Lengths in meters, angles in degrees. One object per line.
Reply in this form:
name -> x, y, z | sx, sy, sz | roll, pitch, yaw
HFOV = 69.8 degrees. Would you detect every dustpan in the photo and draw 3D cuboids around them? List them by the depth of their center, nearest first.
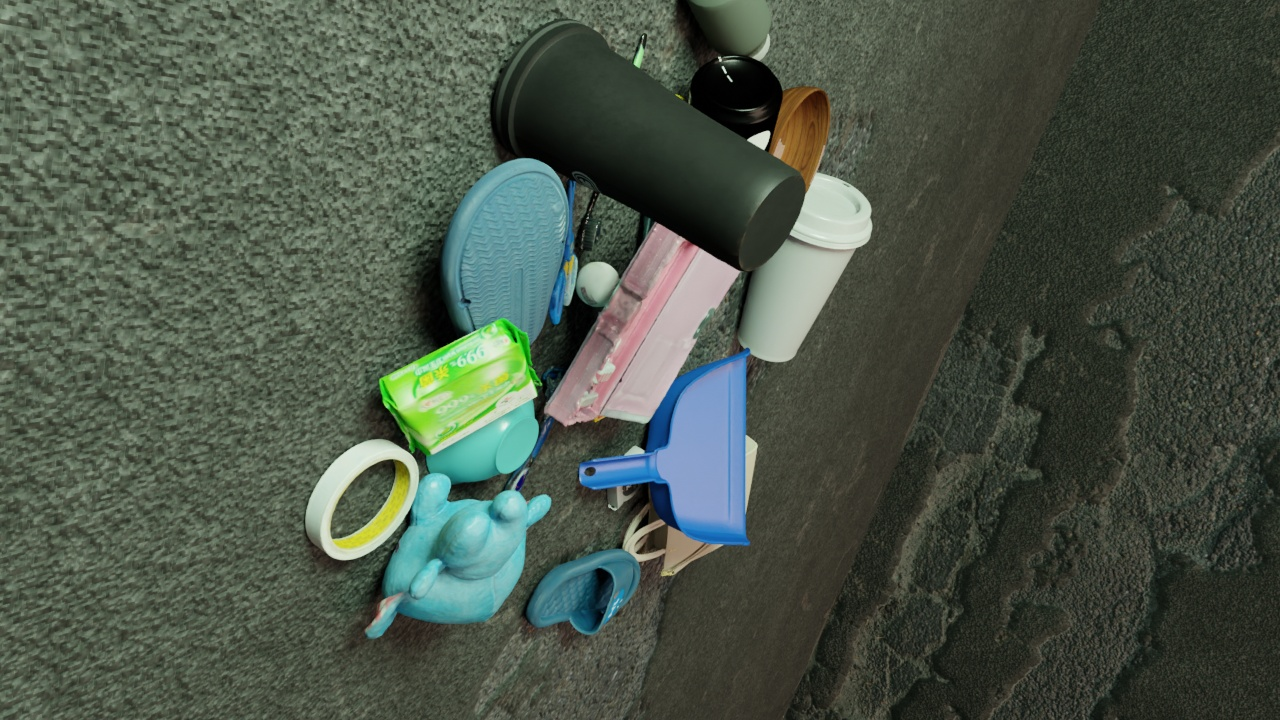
dustpan -> 0.037, 0.114, 1.070 | 0.257, 0.060, 0.245 | -4, 96, -31

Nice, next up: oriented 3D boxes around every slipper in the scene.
slipper -> -0.109, -0.064, 0.675 | 0.103, 0.059, 0.214 | -36, 159, -28
slipper -> -0.057, 0.278, 1.093 | 0.104, 0.059, 0.213 | -61, 151, 6

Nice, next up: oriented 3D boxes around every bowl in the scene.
bowl -> -0.122, 0.062, 0.782 | 0.120, 0.046, 0.121 | -43, 148, -36
bowl -> 0.135, -0.221, 0.965 | 0.147, 0.069, 0.147 | -46, 150, -36

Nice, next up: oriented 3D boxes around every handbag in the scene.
handbag -> 0.053, 0.195, 1.205 | 0.197, 0.101, 0.195 | -29, 140, -31

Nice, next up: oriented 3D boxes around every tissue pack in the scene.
tissue pack -> -0.133, 0.022, 0.687 | 0.114, 0.034, 0.100 | -30, 156, -12

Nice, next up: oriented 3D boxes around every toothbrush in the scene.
toothbrush -> -0.021, -0.180, 0.775 | 0.014, 0.017, 0.188 | -18, 129, -64

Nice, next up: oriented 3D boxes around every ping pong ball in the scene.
ping pong ball -> -0.038, -0.068, 0.820 | 0.040, 0.040, 0.040 | -43, 148, -36

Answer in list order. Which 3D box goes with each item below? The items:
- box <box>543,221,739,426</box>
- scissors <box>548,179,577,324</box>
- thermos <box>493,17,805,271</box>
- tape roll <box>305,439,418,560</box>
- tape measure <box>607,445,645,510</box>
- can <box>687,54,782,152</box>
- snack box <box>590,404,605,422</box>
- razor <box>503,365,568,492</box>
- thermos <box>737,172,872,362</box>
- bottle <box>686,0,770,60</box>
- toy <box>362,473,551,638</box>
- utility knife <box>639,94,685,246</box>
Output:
box -> 0.012, -0.042, 0.861 | 0.233, 0.051, 0.180 | -58, 157, 12
scissors -> -0.059, -0.097, 0.769 | 0.097, 0.020, 0.133 | -74, 173, -81
thermos -> 0.004, -0.145, 0.628 | 0.105, 0.219, 0.106 | -41, 152, -27
tape roll -> -0.208, 0.105, 0.692 | 0.093, 0.019, 0.094 | -43, 148, -36
tape measure -> -0.016, 0.139, 1.091 | 0.064, 0.017, 0.064 | -44, 149, -34
can -> 0.079, -0.200, 0.841 | 0.080, 0.080, 0.146 | -50, 164, -26
snack box -> -0.006, 0.006, 0.971 | 0.151, 0.025, 0.075 | -26, 137, -52
razor -> -0.097, 0.072, 0.870 | 0.043, 0.018, 0.141 | 5, 110, -64
thermos -> 0.190, -0.108, 1.131 | 0.131, 0.131, 0.222 | -35, 151, -44
bottle -> 0.079, -0.302, 0.793 | 0.060, 0.060, 0.108 | -62, 155, -3
toy -> -0.149, 0.147, 0.745 | 0.183, 0.115, 0.181 | -30, 161, -34
utility knife -> 0.015, -0.156, 0.860 | 0.028, 0.020, 0.187 | -31, 139, -48
